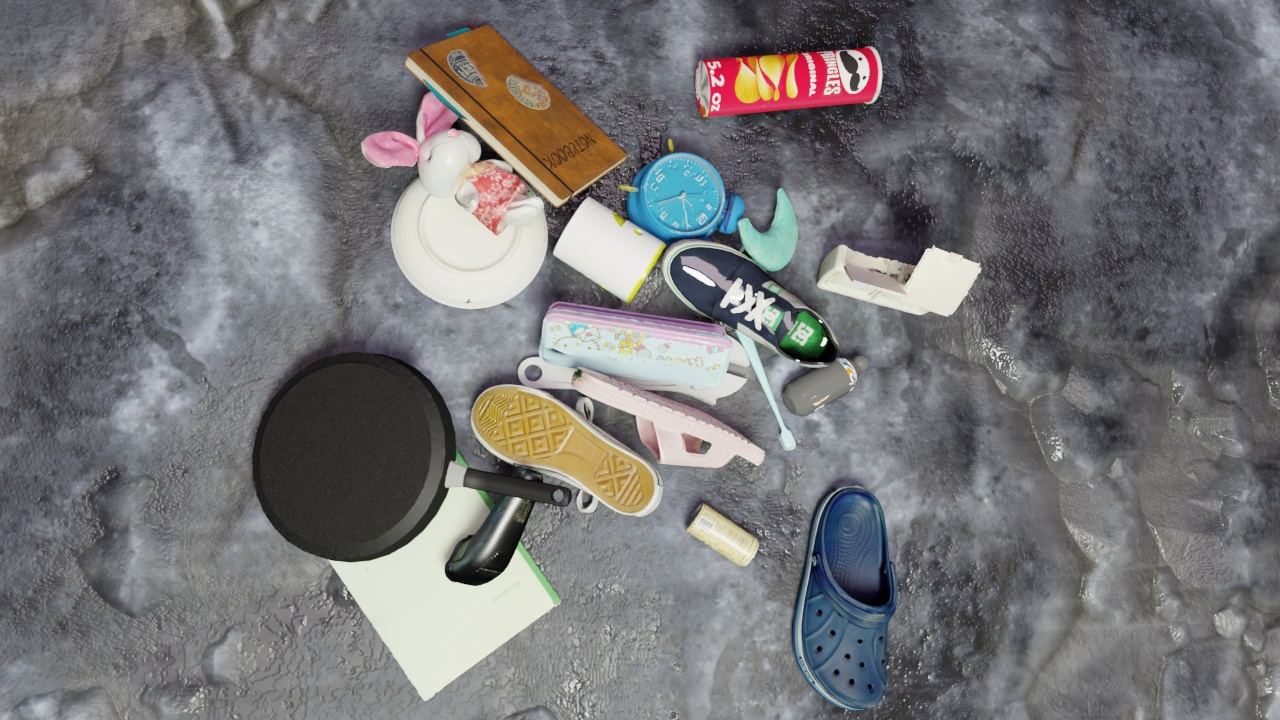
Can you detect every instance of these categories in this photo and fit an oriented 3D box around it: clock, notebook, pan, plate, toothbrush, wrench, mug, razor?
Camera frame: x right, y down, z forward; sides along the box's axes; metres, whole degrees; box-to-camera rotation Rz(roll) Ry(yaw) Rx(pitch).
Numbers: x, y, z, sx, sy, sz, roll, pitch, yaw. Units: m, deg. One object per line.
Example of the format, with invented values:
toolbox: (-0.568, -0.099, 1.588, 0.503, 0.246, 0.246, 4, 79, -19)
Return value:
clock: (0.059, -0.180, 1.099, 0.161, 0.060, 0.116, 43, 77, -3)
notebook: (-0.233, 0.217, 1.017, 0.181, 0.010, 0.252, -34, 88, -13)
pan: (-0.244, 0.110, 0.964, 0.357, 0.034, 0.225, 9, 81, 12)
plate: (-0.198, -0.152, 1.067, 0.182, 0.034, 0.182, 1, 81, -9)
toothbrush: (0.147, 0.024, 1.105, 0.016, 0.017, 0.180, -20, 84, -10)
wrench: (-0.006, 0.006, 1.083, 0.273, 0.018, 0.086, 2, 81, -8)
notebook: (-0.147, -0.290, 1.055, 0.249, 0.014, 0.177, 43, 41, -1)
mug: (-0.036, -0.128, 1.064, 0.106, 0.083, 0.082, 32, 78, -2)
razor: (-0.156, 0.177, 0.985, 0.054, 0.067, 0.151, 24, 99, -44)

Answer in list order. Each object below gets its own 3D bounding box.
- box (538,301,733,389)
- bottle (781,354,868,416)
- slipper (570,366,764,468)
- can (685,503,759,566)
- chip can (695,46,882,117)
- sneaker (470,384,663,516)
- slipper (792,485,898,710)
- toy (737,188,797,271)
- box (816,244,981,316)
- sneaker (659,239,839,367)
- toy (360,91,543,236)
box: (-0.007, -0.015, 1.045, 0.214, 0.096, 0.077, 8, 99, -3)
bottle: (0.223, 0.026, 1.100, 0.112, 0.047, 0.047, -28, 87, -12)
slipper: (0.025, 0.077, 1.030, 0.239, 0.094, 0.064, 24, 95, -18)
can: (0.094, 0.201, 1.057, 0.079, 0.038, 0.038, 34, 78, -3)
chip can: (0.182, -0.346, 1.139, 0.220, 0.069, 0.069, -8, 83, -10)
sneaker: (-0.076, 0.100, 1.024, 0.241, 0.088, 0.118, 27, 90, 18)
slipper: (0.237, 0.267, 1.044, 0.105, 0.095, 0.252, 6, 77, -11)
toy: (0.158, -0.152, 1.110, 0.105, 0.033, 0.085, -44, 121, -37)
box: (0.288, -0.085, 1.053, 0.143, 0.191, 0.069, 14, 80, 0)
sneaker: (0.131, -0.064, 1.057, 0.235, 0.079, 0.084, 29, 99, -14)
toy: (-0.197, -0.211, 1.016, 0.194, 0.084, 0.158, 39, 48, -1)
